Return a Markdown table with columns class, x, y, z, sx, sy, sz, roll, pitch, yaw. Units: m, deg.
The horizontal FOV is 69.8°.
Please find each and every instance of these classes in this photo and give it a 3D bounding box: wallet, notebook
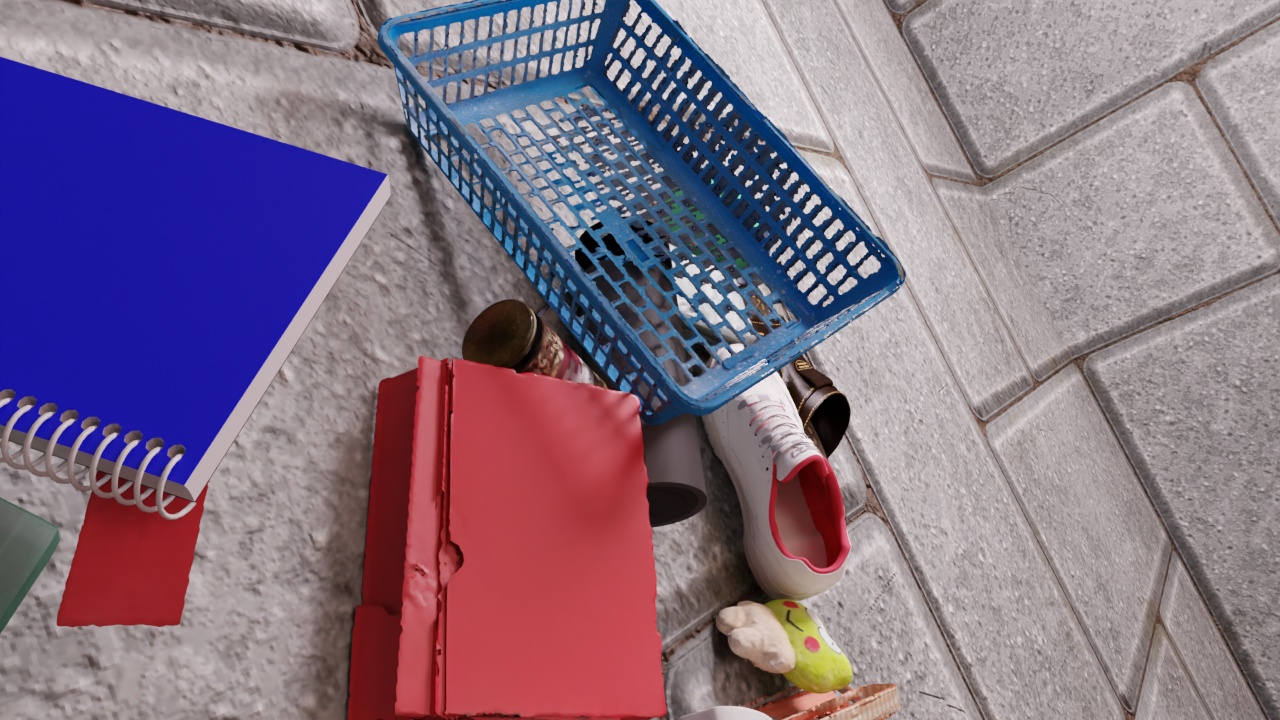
| class | x | y | z | sx | sy | sz | roll | pitch | yaw |
| --- | --- | --- | --- | --- | --- | --- | --- | --- | --- |
| wallet | 0.043 | -0.059 | 0.871 | 0.131 | 0.054 | 0.100 | 24 | 38 | -41 |
| notebook | -0.235 | -0.043 | 0.366 | 0.209 | 0.022 | 0.171 | 17 | 55 | 3 |

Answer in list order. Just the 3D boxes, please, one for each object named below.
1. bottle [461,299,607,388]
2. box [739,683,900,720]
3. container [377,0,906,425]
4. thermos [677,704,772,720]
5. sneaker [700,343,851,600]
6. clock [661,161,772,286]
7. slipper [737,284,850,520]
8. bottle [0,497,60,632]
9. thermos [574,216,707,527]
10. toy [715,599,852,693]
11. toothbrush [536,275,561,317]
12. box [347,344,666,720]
| class | x | y | z | sx | sy | sz | roll | pitch | yaw |
| --- | --- | --- | --- | --- | --- | --- | --- | --- | --- |
| bottle | -0.070 | 0.009 | 0.633 | 0.105 | 0.056 | 0.056 | 47 | 31 | -47 |
| box | 0.136 | 0.277 | 0.717 | 0.186 | 0.083 | 0.042 | 11 | 69 | -52 |
| container | -0.004 | -0.127 | 0.701 | 0.256 | 0.089 | 0.362 | -29 | 74 | -37 |
| thermos | 0.057 | 0.329 | 0.550 | 0.099 | 0.100 | 0.219 | 39 | 34 | -30 |
| sneaker | 0.122 | 0.082 | 0.793 | 0.090 | 0.104 | 0.236 | -5 | 68 | -17 |
| clock | 0.097 | -0.139 | 0.983 | 0.161 | 0.076 | 0.121 | 23 | 47 | -44 |
| slipper | 0.155 | 0.038 | 0.923 | 0.112 | 0.076 | 0.267 | 4 | 62 | -53 |
| bottle | -0.286 | 0.057 | 0.318 | 0.131 | 0.061 | 0.061 | 40 | 40 | -28 |
| thermos | -0.004 | 0.004 | 0.725 | 0.082 | 0.082 | 0.240 | 26 | 45 | -41 |
| toy | 0.113 | 0.225 | 0.735 | 0.115 | 0.046 | 0.092 | 20 | 21 | -28 |
| toothbrush | -0.094 | -0.021 | 0.687 | 0.017 | 0.016 | 0.188 | 40 | 35 | -6 |
| box | -0.068 | 0.110 | 0.547 | 0.164 | 0.153 | 0.214 | 58 | 22 | -53 |
